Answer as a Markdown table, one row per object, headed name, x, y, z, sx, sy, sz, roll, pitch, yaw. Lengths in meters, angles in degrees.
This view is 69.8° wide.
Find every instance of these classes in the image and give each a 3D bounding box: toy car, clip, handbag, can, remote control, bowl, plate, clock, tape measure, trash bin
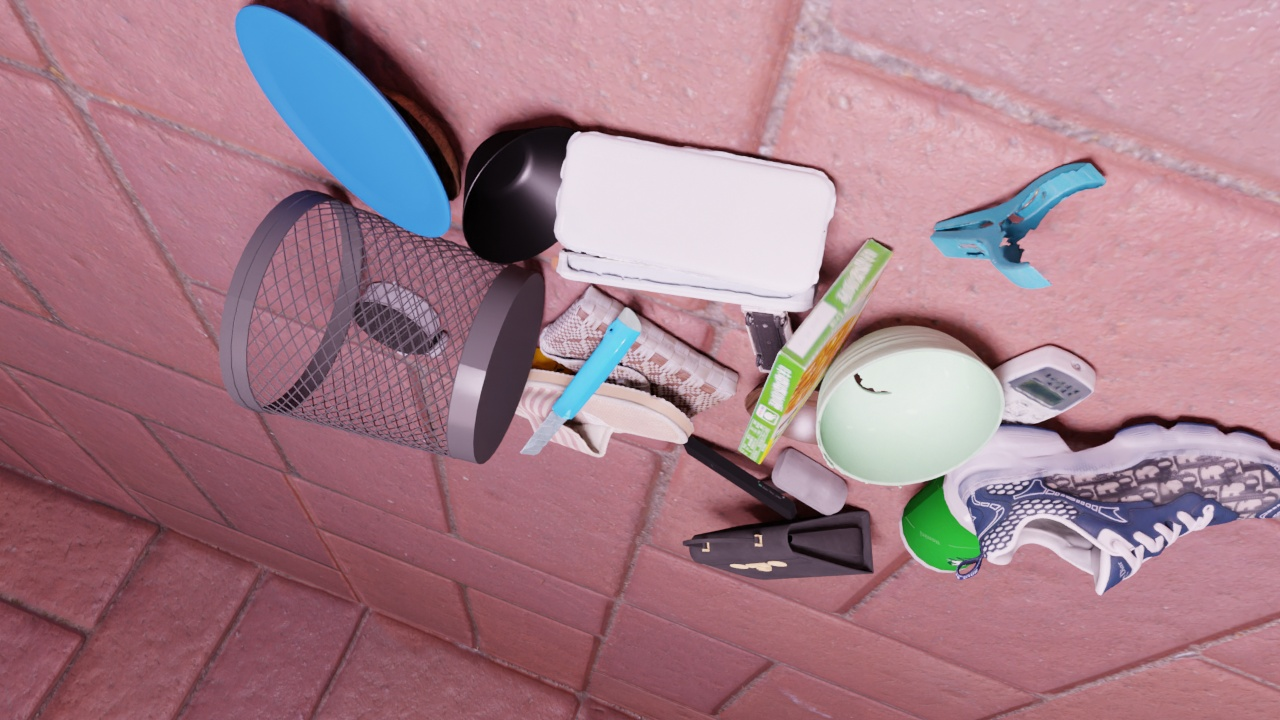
| name | x | y | z | sx | sy | sz | roll | pitch | yaw |
| --- | --- | --- | --- | --- | --- | --- | --- | --- | --- |
| toy car | 0.117 | -0.024 | 0.805 | 0.039 | 0.039 | 0.113 | 8 | 152 | 21 |
| clip | 0.251 | -0.094 | 0.598 | 0.033 | 0.122 | 0.120 | 32 | 113 | -19 |
| handbag | 0.136 | 0.215 | 1.072 | 0.195 | 0.072 | 0.176 | 11 | 161 | -35 |
| can | 0.320 | 0.151 | 0.907 | 0.088 | 0.087 | 0.140 | 21 | 150 | 3 |
| remote control | 0.111 | 0.131 | 1.036 | 0.150 | 0.013 | 0.034 | 31 | 163 | 28 |
| handbag | -0.005 | 0.005 | 0.931 | 0.185 | 0.046 | 0.124 | 31 | 148 | -14 |
| bowl | 0.162 | 0.041 | 0.884 | 0.119 | 0.032 | 0.119 | 16 | 155 | 7 |
| plate | -0.232 | -0.192 | 0.743 | 0.224 | 0.024 | 0.225 | 35 | 159 | 15 |
| bowl | -0.099 | -0.142 | 0.723 | 0.052 | 0.124 | 0.124 | 46 | 162 | 29 |
| clock | -0.269 | -0.041 | 1.044 | 0.095 | 0.035 | 0.122 | 1 | 145 | 32 |
| bowl | 0.216 | 0.028 | 0.765 | 0.151 | 0.076 | 0.151 | -1 | 129 | -1 |
| tape measure | -0.109 | 0.012 | 1.029 | 0.059 | 0.030 | 0.068 | 25 | 150 | -8 |
| trash bin | -0.230 | -0.024 | 0.870 | 0.227 | 0.217 | 0.218 | 17 | 150 | 5 |
| remote control | 0.319 | 0.026 | 0.763 | 0.060 | 0.028 | 0.115 | 28 | 149 | -11 |
| bowl | -0.184 | -0.184 | 0.757 | 0.102 | 0.026 | 0.114 | 20 | 151 | 40 |

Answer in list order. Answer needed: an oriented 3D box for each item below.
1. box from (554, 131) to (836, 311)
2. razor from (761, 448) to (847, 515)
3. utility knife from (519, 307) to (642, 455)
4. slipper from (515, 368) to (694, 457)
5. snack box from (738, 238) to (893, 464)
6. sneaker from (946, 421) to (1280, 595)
| name | x | y | z | sx | sy | sz | roll | pitch | yaw |
| --- | --- | --- | --- | --- | --- | --- | --- | --- | --- |
| box | 0.046 | -0.103 | 0.722 | 0.210 | 0.105 | 0.129 | 14 | 106 | 10 |
| razor | 0.166 | 0.143 | 1.049 | 0.088 | 0.047 | 0.116 | 31 | 157 | -15 |
| utility knife | -0.062 | 0.028 | 0.903 | 0.031 | 0.015 | 0.221 | 32 | 122 | -13 |
| slipper | -0.061 | 0.062 | 0.981 | 0.263 | 0.052 | 0.115 | 5 | 150 | 40 |
| snack box | 0.137 | -0.002 | 0.736 | 0.027 | 0.131 | 0.168 | 34 | 153 | 14 |
| sneaker | 0.392 | 0.129 | 0.752 | 0.270 | 0.132 | 0.103 | -1 | 147 | 15 |
